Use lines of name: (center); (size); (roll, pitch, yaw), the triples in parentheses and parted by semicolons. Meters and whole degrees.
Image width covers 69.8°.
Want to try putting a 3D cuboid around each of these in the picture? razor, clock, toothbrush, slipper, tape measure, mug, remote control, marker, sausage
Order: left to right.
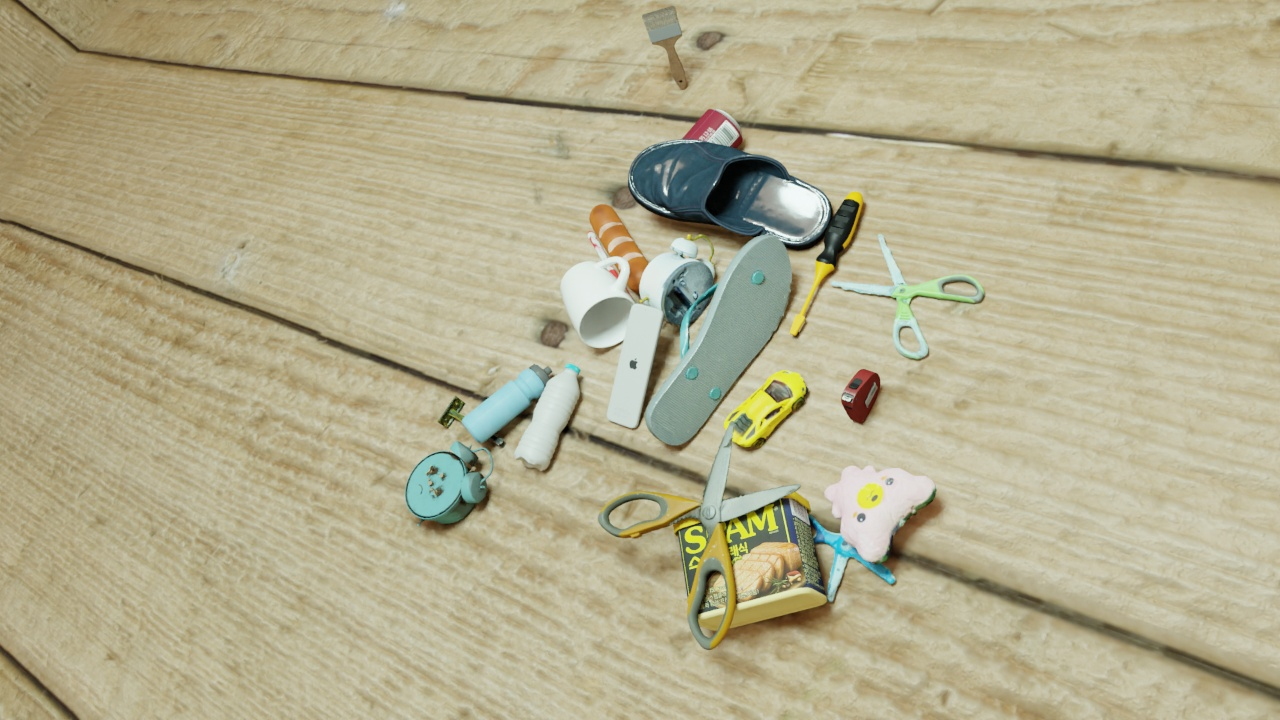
clock: (-0.234, 0.152, 1.142); (0.124, 0.053, 0.090); (-30, 55, 9)
razor: (-0.215, 0.086, 1.191); (0.106, 0.026, 0.042); (26, 75, 31)
mug: (-0.049, -0.087, 1.155); (0.114, 0.080, 0.087); (-61, 40, 28)
marker: (-0.043, -0.128, 1.228); (0.013, 0.013, 0.142); (-33, 53, 6)
sausage: (-0.024, -0.147, 1.210); (0.039, 0.044, 0.164); (-28, 53, -3)
remote control: (-0.007, 0.006, 1.099); (0.045, 0.008, 0.147); (17, 97, 32)
clock: (0.052, -0.100, 1.123); (0.057, 0.083, 0.117); (32, 81, 42)
slipper: (0.091, -0.022, 1.067); (0.268, 0.098, 0.055); (-60, 30, -4)
slipper: (0.102, -0.215, 1.120); (0.266, 0.083, 0.109); (22, 87, 19)
toothbrush: (0.218, -0.115, 1.080); (0.031, 0.031, 0.196); (20, 76, 29)
tape measure: (0.235, 0.034, 0.968); (0.019, 0.059, 0.051); (22, 74, 34)

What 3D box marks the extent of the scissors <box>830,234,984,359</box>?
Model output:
scissors: (0.292, -0.072, 1.026); (0.172, 0.024, 0.165); (7, 73, 32)

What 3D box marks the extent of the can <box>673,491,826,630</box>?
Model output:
can: (0.110, 0.202, 0.922); (0.135, 0.075, 0.104); (-22, 58, 22)

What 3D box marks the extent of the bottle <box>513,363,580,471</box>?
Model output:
bottle: (-0.110, 0.067, 1.133); (0.044, 0.044, 0.136); (12, 69, 31)

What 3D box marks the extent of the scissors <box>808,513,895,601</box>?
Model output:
scissors: (0.203, 0.179, 0.935); (0.140, 0.011, 0.133); (12, 71, 31)

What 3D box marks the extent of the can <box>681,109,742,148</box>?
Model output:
can: (0.080, -0.274, 1.217); (0.114, 0.063, 0.063); (-49, 53, -5)

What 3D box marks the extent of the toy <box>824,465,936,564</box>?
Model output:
toy: (0.230, 0.140, 0.904); (0.102, 0.050, 0.093); (-45, 54, -9)

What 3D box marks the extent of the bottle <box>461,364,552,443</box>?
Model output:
bottle: (-0.164, 0.051, 1.162); (0.130, 0.040, 0.040); (-39, 52, -12)

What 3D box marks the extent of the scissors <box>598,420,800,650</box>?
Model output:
scissors: (0.051, 0.167, 0.917); (0.230, 0.016, 0.225); (0, 70, 31)

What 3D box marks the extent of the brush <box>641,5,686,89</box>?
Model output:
brush: (0.042, -0.428, 1.273); (0.045, 0.143, 0.008); (-12, 59, 11)

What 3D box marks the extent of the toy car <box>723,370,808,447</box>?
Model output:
toy car: (0.140, 0.052, 1.025); (0.107, 0.030, 0.049); (-44, 52, -3)
